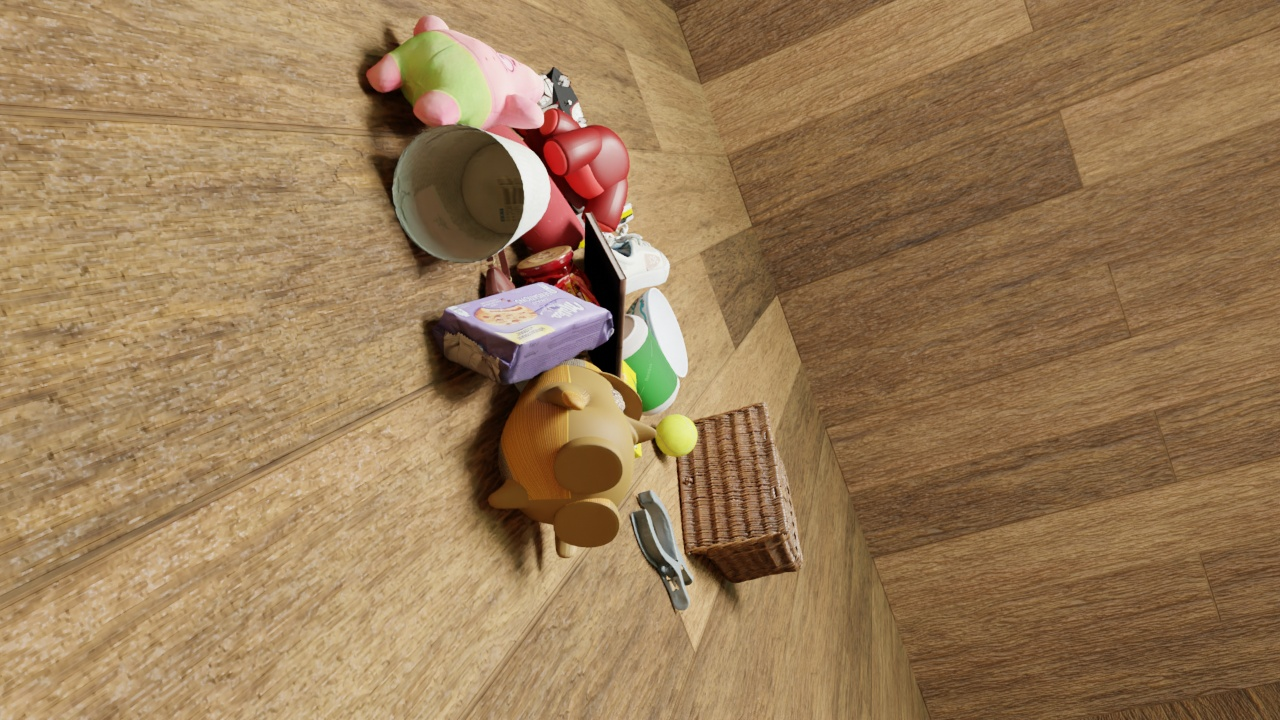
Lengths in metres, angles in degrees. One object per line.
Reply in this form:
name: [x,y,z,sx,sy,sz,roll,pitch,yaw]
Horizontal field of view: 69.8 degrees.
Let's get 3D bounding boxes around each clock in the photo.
clock: [-0.124,-0.380,1.382,0.154,0.065,0.115,-64,133,-67]

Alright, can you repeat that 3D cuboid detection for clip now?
clip: [0.028,0.268,1.237,0.167,0.028,0.127,66,20,-14]

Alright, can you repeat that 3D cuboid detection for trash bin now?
trash bin: [-0.164,-0.176,0.957,0.161,0.133,0.133,-56,126,-75]

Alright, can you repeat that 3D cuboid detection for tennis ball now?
tennis ball: [0.055,0.115,1.409,0.065,0.065,0.065,-19,90,-73]

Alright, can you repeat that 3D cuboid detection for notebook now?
notebook: [-0.047,-0.059,1.142,0.141,0.008,0.210,-117,-158,-43]

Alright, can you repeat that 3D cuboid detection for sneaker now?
sneaker: [-0.014,-0.161,1.400,0.241,0.089,0.091,-33,132,-65]

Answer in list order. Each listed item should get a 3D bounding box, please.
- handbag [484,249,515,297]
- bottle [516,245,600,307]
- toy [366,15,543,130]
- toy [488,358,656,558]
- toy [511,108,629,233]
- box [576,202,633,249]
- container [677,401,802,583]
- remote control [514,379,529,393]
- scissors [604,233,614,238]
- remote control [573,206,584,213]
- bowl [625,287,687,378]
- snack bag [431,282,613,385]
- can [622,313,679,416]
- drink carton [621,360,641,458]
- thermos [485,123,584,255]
handbag: [-0.162,-0.107,1.054,0.055,0.029,0.119,51,21,-53]
bottle: [-0.094,-0.074,1.105,0.098,0.099,0.111,-69,144,-64]
toy: [-0.177,-0.299,0.989,0.192,0.097,0.236,41,31,14]
toy: [-0.066,0.078,0.946,0.203,0.162,0.199,-94,-173,-58]
toy: [-0.103,-0.259,1.215,0.197,0.120,0.158,26,-19,45]
box: [-0.070,-0.194,1.324,0.208,0.064,0.033,-48,131,-62]
container: [0.167,0.231,1.492,0.183,0.162,0.249,61,19,-45]
remote control: [-0.109,0.041,1.056,0.049,0.024,0.143,-84,150,-53]
scissors: [-0.054,-0.169,1.463,0.133,0.012,0.097,-13,87,-71]
remote control: [-0.094,-0.262,1.406,0.151,0.019,0.074,47,29,-64]
bowl: [0.010,-0.032,1.412,0.143,0.074,0.144,-19,90,-73]
snack bag: [-0.114,-0.029,0.947,0.204,0.096,0.058,-24,133,-59]
can: [-0.008,0.008,1.296,0.087,0.088,0.140,-88,153,-48]
drink carton: [-0.035,0.069,1.196,0.043,0.059,0.134,49,28,-46]
thermos: [-0.157,-0.227,1.111,0.240,0.073,0.073,55,23,-28]
